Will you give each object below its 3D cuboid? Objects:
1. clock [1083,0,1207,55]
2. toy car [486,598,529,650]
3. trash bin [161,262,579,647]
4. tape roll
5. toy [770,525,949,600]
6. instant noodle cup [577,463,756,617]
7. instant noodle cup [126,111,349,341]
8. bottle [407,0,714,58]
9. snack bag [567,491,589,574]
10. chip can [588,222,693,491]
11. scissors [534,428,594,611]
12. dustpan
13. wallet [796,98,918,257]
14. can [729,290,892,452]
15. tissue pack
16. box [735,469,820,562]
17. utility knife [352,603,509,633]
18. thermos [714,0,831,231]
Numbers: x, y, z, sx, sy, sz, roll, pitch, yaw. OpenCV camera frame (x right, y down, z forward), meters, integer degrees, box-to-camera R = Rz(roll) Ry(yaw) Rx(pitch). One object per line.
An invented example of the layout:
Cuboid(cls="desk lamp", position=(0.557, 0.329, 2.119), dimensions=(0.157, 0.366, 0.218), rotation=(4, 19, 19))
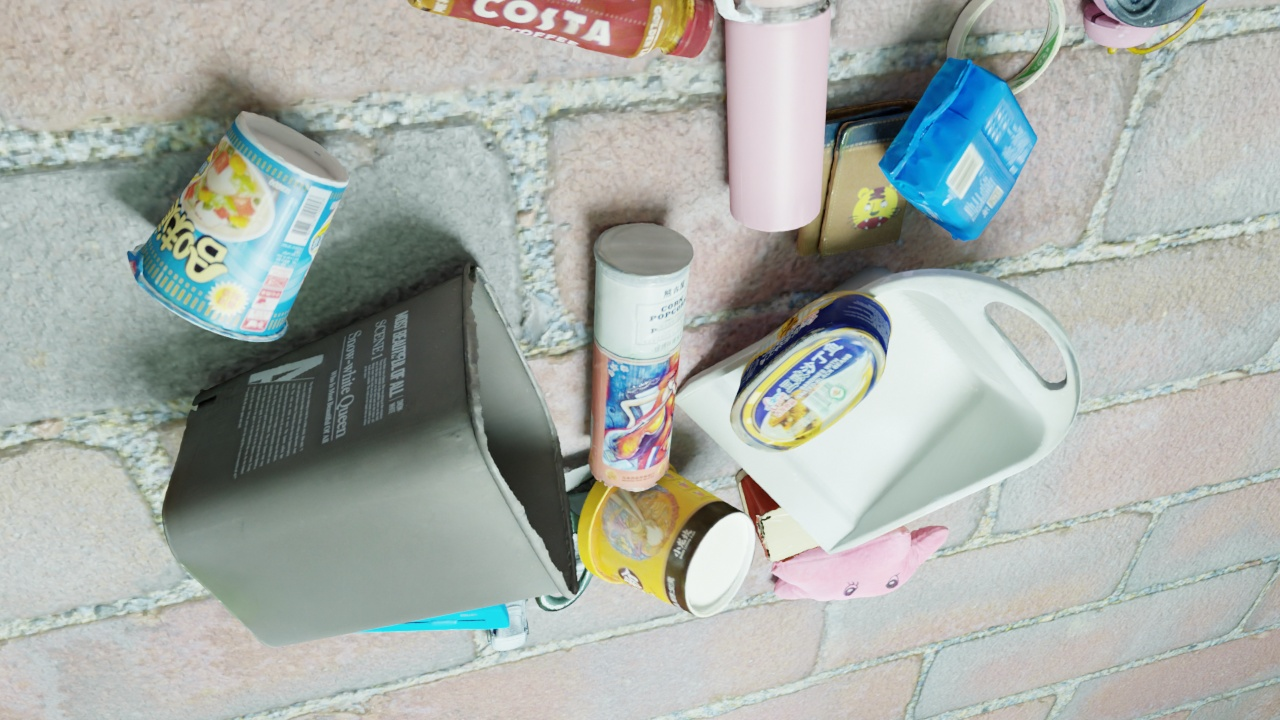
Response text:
Cuboid(cls="clock", position=(0.348, -0.276, 0.616), dimensions=(0.117, 0.059, 0.158), rotation=(-36, 129, 9))
Cuboid(cls="toy car", position=(-0.129, 0.253, 0.896), dimensions=(0.043, 0.034, 0.091), rotation=(-9, 131, -17))
Cuboid(cls="trash bin", position=(-0.178, 0.076, 0.638), dimensions=(0.220, 0.198, 0.199), rotation=(-17, 130, 3))
Cuboid(cls="tape roll", position=(0.260, -0.228, 0.653), dimensions=(0.085, 0.014, 0.086), rotation=(-10, 130, -12))
Cuboid(cls="toy", position=(0.220, 0.204, 0.943), dimensions=(0.194, 0.074, 0.179), rotation=(-5, 152, -18))
Cuboid(cls="instant noodle cup", position=(0.027, 0.152, 0.785), dimensions=(0.118, 0.114, 0.119), rotation=(-22, 121, -42))
Cuboid(cls="instant noodle cup", position=(-0.232, -0.083, 0.549), dimensions=(0.099, 0.099, 0.110), rotation=(27, 108, -35))
Cuboid(cls="bottle", position=(-0.042, -0.213, 0.529), dimensions=(0.174, 0.057, 0.058), rotation=(6, 125, -23))
Cuboid(cls="snack bag", position=(-0.121, 0.175, 0.832), dimensions=(0.191, 0.038, 0.110), rotation=(-11, 133, -8))
Cuboid(cls="chip can", position=(-0.004, 0.004, 0.711), dimensions=(0.071, 0.071, 0.215), rotation=(-7, 131, -14))
Cuboid(cls="scissors", position=(-0.113, 0.140, 0.789), dimensions=(0.179, 0.019, 0.170), rotation=(1, 105, -11))
Cuboid(cls="dustpan", position=(0.198, 0.040, 0.730), dimensions=(0.258, 0.142, 0.222), rotation=(-43, 105, 9))
Cuboid(cls="wallet", position=(0.162, -0.134, 0.686), dimensions=(0.090, 0.033, 0.115), rotation=(-12, 134, -12))
Cuboid(cls="can", position=(0.127, 0.012, 0.697), dimensions=(0.074, 0.049, 0.149), rotation=(37, 130, -8))
Cuboid(cls="tissue pack", position=(0.229, -0.147, 0.658), dimensions=(0.157, 0.052, 0.095), rotation=(16, 109, -55))
Cuboid(cls="box", position=(0.187, 0.130, 0.878), dimensions=(0.168, 0.077, 0.091), rotation=(-20, 131, -2))
Cuboid(cls="utility knife", position=(-0.208, 0.232, 0.824), dimensions=(0.178, 0.018, 0.034), rotation=(-1, 127, -9))
Cuboid(cls="thermos", position=(0.082, -0.178, 0.589), dimensions=(0.087, 0.067, 0.199), rotation=(-40, 142, -31))
